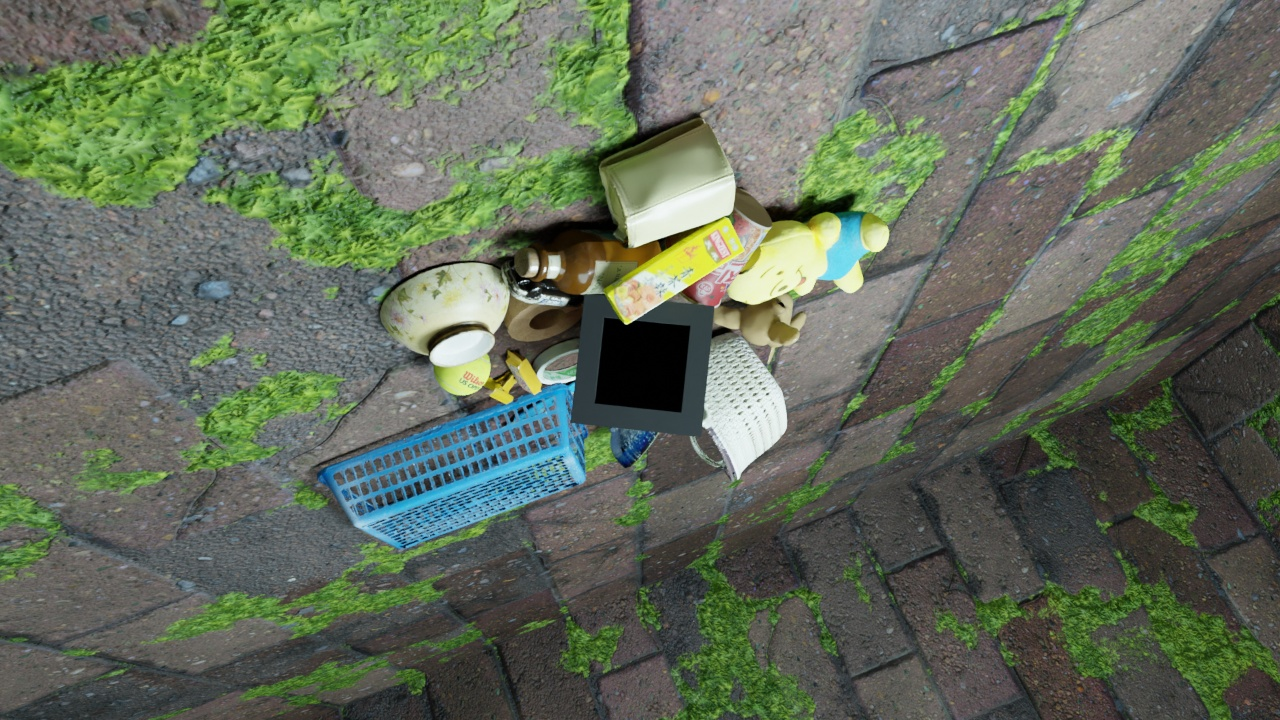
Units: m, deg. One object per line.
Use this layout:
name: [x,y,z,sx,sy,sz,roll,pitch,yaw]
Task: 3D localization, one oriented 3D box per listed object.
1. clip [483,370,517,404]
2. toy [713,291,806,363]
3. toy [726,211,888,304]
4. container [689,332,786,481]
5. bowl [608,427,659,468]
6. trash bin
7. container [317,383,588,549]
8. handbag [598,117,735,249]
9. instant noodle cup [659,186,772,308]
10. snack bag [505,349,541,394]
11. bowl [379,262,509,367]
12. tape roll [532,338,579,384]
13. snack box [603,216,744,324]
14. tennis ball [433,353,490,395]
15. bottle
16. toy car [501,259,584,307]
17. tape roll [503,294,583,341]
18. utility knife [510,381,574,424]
clip: [-0.180,0.034,1.206,0.046,0.047,0.054,-3,162,19]
toy: [0.179,-0.054,1.271,0.108,0.134,0.105,23,87,-60]
toy: [0.192,-0.128,1.125,0.213,0.084,0.149,-13,156,-17]
container: [0.128,0.068,1.386,0.143,0.184,0.252,-32,157,-2]
bowl: [-0.015,0.110,1.466,0.114,0.061,0.114,-53,-171,12]
trash bin: [0.008,0.010,1.059,0.140,0.139,0.172,6,176,4]
container: [-0.248,0.169,1.339,0.362,0.089,0.257,-20,159,-3]
handbag: [0.024,-0.164,0.898,0.119,0.081,0.111,-23,165,-4]
instant noodle cup: [0.083,-0.130,1.012,0.100,0.100,0.113,3,139,-47]
snack bag: [-0.151,0.017,1.183,0.020,0.026,0.099,-54,157,-18]
bowl: [-0.199,-0.038,0.979,0.145,0.063,0.145,-19,157,-9]
tape roll: [-0.097,0.001,1.222,0.093,0.018,0.094,-19,157,-9]
snack box: [0.034,-0.093,0.947,0.148,0.040,0.029,-32,-162,-3]
tennis ball: [-0.208,0.007,1.068,0.065,0.065,0.065,-20,157,-9]
bottle: [-0.057,-0.103,0.962,0.156,0.067,0.068,-5,152,-36]
toy car: [-0.104,-0.080,0.992,0.041,0.048,0.112,-39,153,32]
tape roll: [-0.112,-0.059,1.060,0.094,0.027,0.094,-19,157,-9]
utility knife: [-0.129,0.060,1.327,0.175,0.015,0.031,-29,154,18]
